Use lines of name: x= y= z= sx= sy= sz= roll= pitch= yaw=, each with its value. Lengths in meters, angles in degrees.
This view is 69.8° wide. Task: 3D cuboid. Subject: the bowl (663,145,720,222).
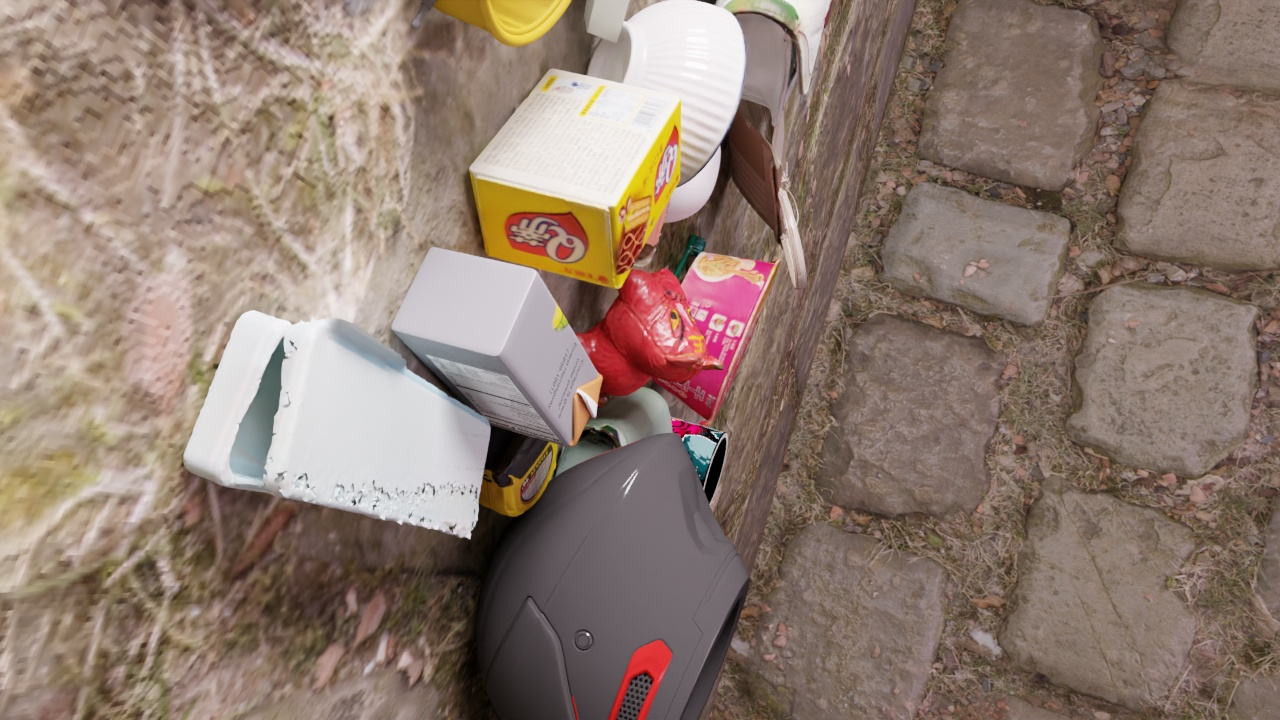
bowl: x=0.044 y=-0.167 z=0.794 sx=0.110 sy=0.040 sz=0.110 roll=16 pitch=89 yaw=-75

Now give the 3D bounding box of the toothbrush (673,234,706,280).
toothbrush: x=0.027 y=-0.058 z=0.885 sx=0.016 sy=0.017 sz=0.189 roll=92 pitch=20 yaw=-50

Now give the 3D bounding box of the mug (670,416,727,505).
mug: x=0.019 y=0.111 z=0.869 sx=0.081 sy=0.098 sz=0.118 roll=-16 pitch=120 yaw=-72

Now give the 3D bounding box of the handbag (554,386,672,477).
handbag: x=-0.021 y=0.086 z=0.767 sx=0.121 sy=0.067 sz=0.106 roll=-36 pitch=138 yaw=-66

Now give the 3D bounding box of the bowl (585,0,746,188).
bowl: x=0.005 y=-0.172 z=0.572 sx=0.062 sy=0.118 sz=0.118 roll=12 pitch=95 yaw=-32

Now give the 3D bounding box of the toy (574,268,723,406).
toy: x=-0.004 y=0.004 z=0.690 sx=0.087 sy=0.094 sz=0.133 roll=-22 pitch=156 yaw=-52

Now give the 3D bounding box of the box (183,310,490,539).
box: x=-0.121 y=0.034 z=0.421 sx=0.199 sy=0.066 sz=0.083 roll=54 pitch=29 yaw=-71

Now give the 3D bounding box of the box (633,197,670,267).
box: x=-0.002 y=-0.162 z=0.670 sx=0.058 sy=0.062 sz=0.188 roll=12 pitch=97 yaw=-49

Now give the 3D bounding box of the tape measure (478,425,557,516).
tape measure: x=-0.082 y=0.065 z=0.585 sx=0.064 sy=0.037 sz=0.065 roll=86 pitch=26 yaw=-49

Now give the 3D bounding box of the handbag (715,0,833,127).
handbag: x=0.117 y=-0.313 z=0.760 sx=0.142 sy=0.096 sz=0.198 roll=104 pitch=5 yaw=-71

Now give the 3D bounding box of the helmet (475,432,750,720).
helmet: x=-0.026 y=0.172 z=0.633 sx=0.265 sy=0.170 sz=0.164 roll=-69 pitch=164 yaw=6

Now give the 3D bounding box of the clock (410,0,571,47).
clock: x=-0.048 y=-0.207 z=0.401 sx=0.151 sy=0.052 sz=0.114 roll=-57 pitch=167 yaw=-37

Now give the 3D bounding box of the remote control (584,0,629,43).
remote control: x=-0.009 y=-0.234 z=0.489 sx=0.144 sy=0.024 sz=0.049 roll=121 pitch=-24 yaw=-66

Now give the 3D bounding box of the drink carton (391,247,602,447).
drink carton: x=-0.072 y=-0.003 z=0.492 sx=0.125 sy=0.076 sz=0.048 roll=64 pitch=44 yaw=-62

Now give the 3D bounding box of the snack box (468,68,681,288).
snack box: x=-0.032 y=-0.102 z=0.509 sx=0.061 sy=0.084 sz=0.105 roll=89 pitch=22 yaw=-49

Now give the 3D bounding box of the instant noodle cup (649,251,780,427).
instant noodle cup: x=0.068 y=-0.030 z=0.904 sx=0.178 sy=0.078 sz=0.178 roll=24 pitch=88 yaw=-82

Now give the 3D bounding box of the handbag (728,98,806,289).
handbag: x=0.135 y=-0.163 z=0.922 sx=0.176 sy=0.062 sz=0.197 roll=64 pitch=13 yaw=-67
